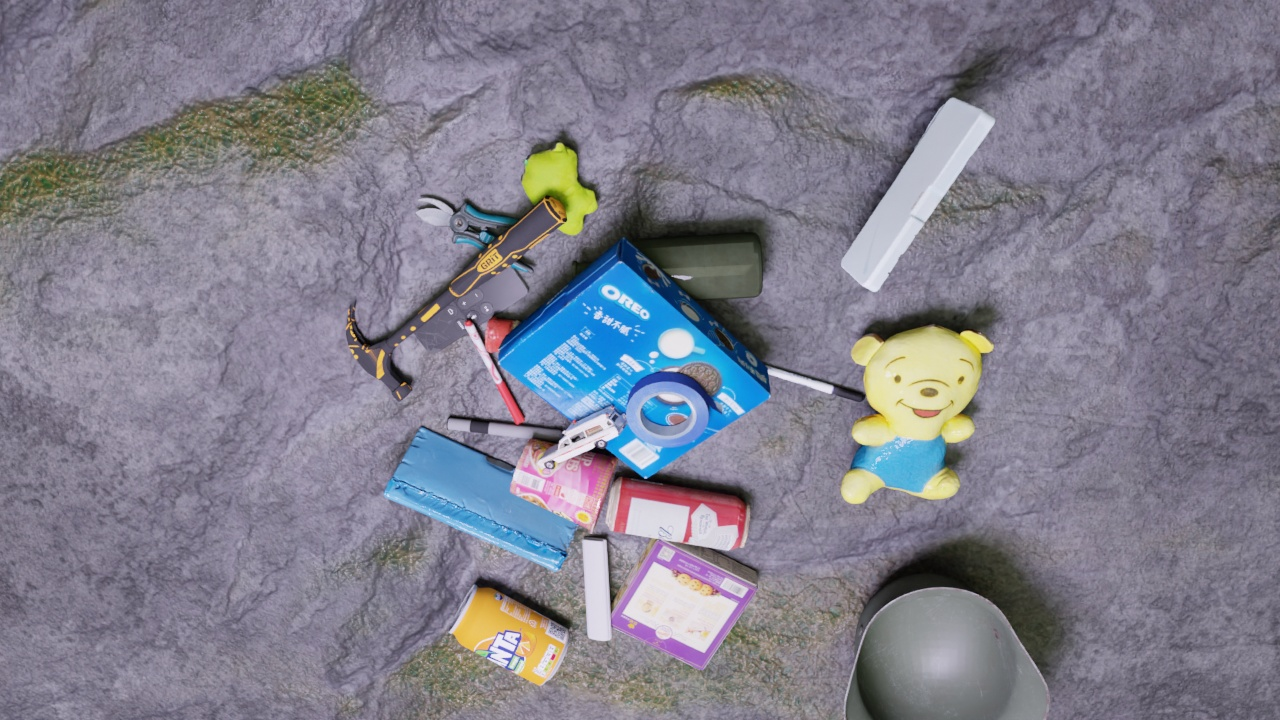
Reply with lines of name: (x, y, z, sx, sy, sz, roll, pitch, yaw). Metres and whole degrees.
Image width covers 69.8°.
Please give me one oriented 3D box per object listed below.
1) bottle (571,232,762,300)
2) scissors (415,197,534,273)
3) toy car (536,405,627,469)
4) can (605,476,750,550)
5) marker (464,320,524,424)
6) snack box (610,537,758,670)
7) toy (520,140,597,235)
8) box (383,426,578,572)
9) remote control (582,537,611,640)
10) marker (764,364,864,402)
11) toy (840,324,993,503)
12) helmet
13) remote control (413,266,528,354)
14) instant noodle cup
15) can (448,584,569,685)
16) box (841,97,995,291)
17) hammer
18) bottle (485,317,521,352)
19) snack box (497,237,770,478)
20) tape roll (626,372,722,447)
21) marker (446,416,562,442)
bottle: (0.029, -0.100, 1.009, 0.207, 0.071, 0.071, -3, 109, 5)
scissors: (-0.175, -0.144, 1.034, 0.128, 0.019, 0.153, -26, 102, 8)
toy car: (-0.068, 0.085, 1.024, 0.113, 0.039, 0.039, -24, 102, 25)
can: (0.045, 0.186, 1.113, 0.170, 0.067, 0.067, 9, 110, 0)
marker: (-0.173, 0.015, 1.089, 0.013, 0.012, 0.142, -21, 111, 11)
snack box: (0.052, 0.303, 1.169, 0.143, 0.040, 0.148, 28, 110, -6)
toy: (-0.090, -0.188, 1.005, 0.093, 0.036, 0.094, 29, 115, -12)
box: (-0.187, 0.168, 1.129, 0.231, 0.094, 0.102, 25, 77, -4)
remote control: (-0.056, 0.290, 1.162, 0.033, 0.012, 0.131, -1, 94, 31)
marker: (0.191, 0.023, 1.075, 0.152, 0.011, 0.011, 17, 110, -2)
toy: (0.307, 0.057, 1.042, 0.149, 0.084, 0.214, 2, 109, -4)
helmet: (0.350, 0.356, 1.107, 0.227, 0.153, 0.268, -8, 114, 8)
remote control: (-0.200, -0.060, 1.072, 0.147, 0.008, 0.045, -31, 105, 14)
instant noodle cup: (-0.092, 0.142, 1.095, 0.108, 0.097, 0.098, 19, 110, 3)
can: (-0.168, 0.352, 1.180, 0.142, 0.079, 0.079, 30, 109, -7)
box: (0.271, -0.172, 0.932, 0.049, 0.136, 0.197, 30, 109, -6)
hammer: (-0.209, -0.082, 1.034, 0.321, 0.036, 0.123, -36, 96, 22)
bottle: (-0.123, -0.024, 1.062, 0.109, 0.044, 0.044, 6, 110, 1)
snack box: (-0.006, 0.006, 1.012, 0.196, 0.056, 0.239, -36, 116, 28)
tape roll: (0.030, 0.055, 0.998, 0.091, 0.016, 0.093, 36, 122, -21)
marker: (-0.165, 0.084, 1.117, 0.140, 0.016, 0.016, 6, 110, 1)
